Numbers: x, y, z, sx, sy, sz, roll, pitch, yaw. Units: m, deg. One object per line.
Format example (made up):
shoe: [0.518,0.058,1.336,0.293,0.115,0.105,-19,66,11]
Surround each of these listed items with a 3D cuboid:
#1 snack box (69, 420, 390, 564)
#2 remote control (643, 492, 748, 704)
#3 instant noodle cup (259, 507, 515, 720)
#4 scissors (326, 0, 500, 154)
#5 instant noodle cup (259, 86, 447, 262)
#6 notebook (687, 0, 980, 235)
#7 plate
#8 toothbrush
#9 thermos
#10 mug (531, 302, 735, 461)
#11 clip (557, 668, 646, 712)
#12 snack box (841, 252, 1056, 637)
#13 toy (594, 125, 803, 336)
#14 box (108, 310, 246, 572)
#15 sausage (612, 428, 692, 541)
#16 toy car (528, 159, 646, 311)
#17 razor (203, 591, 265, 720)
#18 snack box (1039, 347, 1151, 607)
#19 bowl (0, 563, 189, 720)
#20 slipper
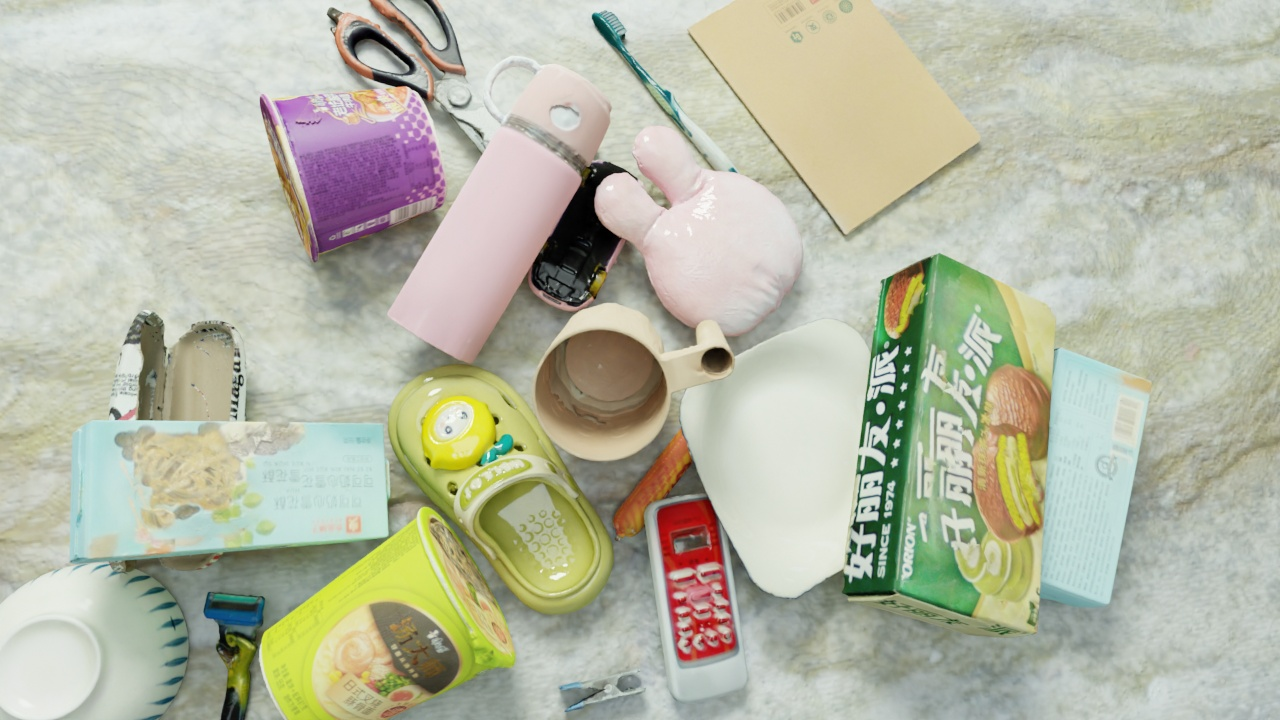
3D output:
snack box: [-0.240,0.077,0.550,0.174,0.052,0.074,4,75,-40]
remote control: [0.038,0.159,0.618,0.055,0.020,0.136,-6,86,-19]
instant noodle cup: [-0.157,0.169,0.560,0.123,0.112,0.111,-31,84,-5]
scissors: [-0.152,-0.192,0.667,0.185,0.015,0.208,0,73,-2]
instant noodle cup: [-0.190,-0.134,0.619,0.099,0.112,0.111,-21,81,-21]
notebook: [0.155,-0.220,0.732,0.147,0.008,0.207,-35,85,-13]
plate: [0.111,0.065,0.641,0.164,0.034,0.163,-24,87,-22]
toothbrush: [0.026,-0.198,0.706,0.018,0.016,0.191,-37,85,-24]
thermos: [-0.098,-0.103,0.607,0.087,0.067,0.198,30,91,-13]
mug: [-0.004,0.003,0.595,0.125,0.103,0.084,-17,102,5]
clip: [-0.025,0.218,0.606,0.058,0.026,0.038,-11,72,-14]
snack box: [0.214,0.057,0.627,0.114,0.063,0.239,21,68,-20]
toy: [0.044,-0.092,0.656,0.159,0.054,0.121,42,73,-15]
box: [-0.288,0.052,0.585,0.087,0.076,0.163,2,77,-21]
sausage: [0.032,0.060,0.648,0.021,0.021,0.165,39,76,1]
toy car: [-0.039,-0.089,0.664,0.056,0.037,0.122,29,65,-6]
razor: [-0.256,0.218,0.574,0.043,0.022,0.142,-2,80,19]
snack box: [0.307,0.084,0.665,0.074,0.052,0.174,20,75,-2]
bowl: [-0.341,0.180,0.547,0.116,0.066,0.116,2,78,-8]
slipper: [-0.086,0.080,0.598,0.091,0.082,0.190,-38,88,-16]
